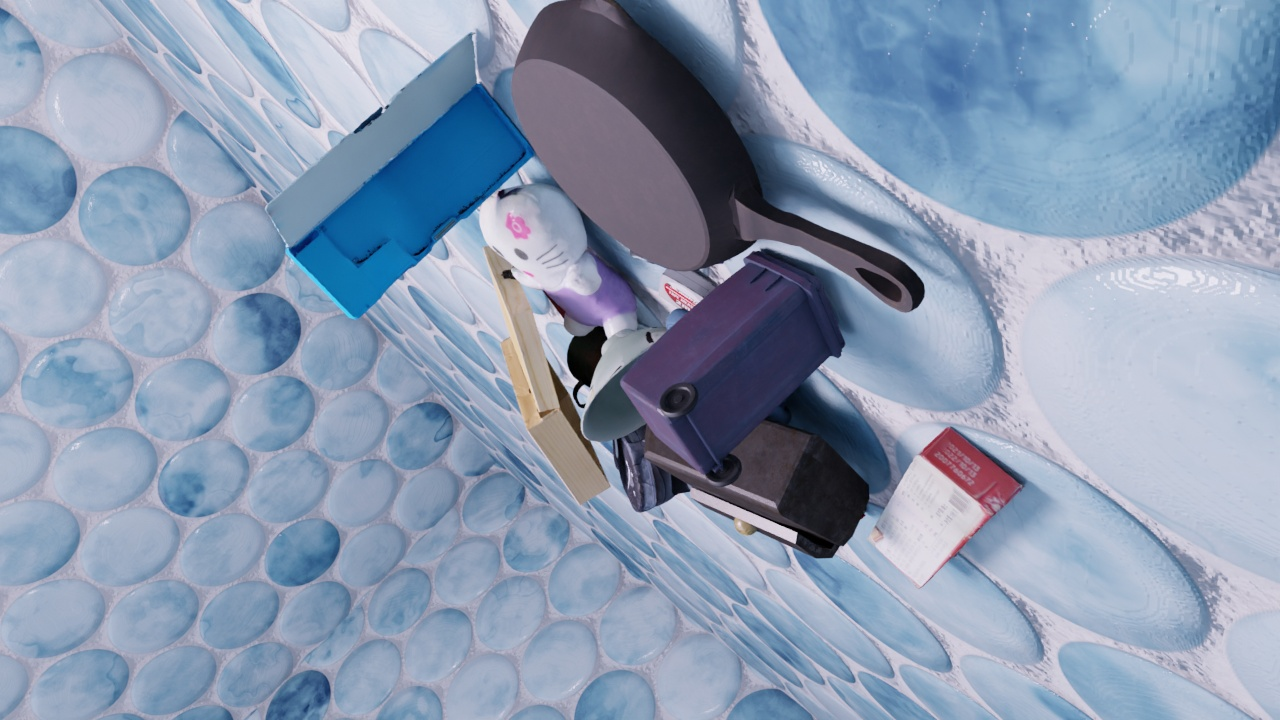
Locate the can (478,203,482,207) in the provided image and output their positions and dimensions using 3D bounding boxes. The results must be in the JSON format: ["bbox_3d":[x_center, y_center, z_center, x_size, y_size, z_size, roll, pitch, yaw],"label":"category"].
[{"bbox_3d":[-0.196,-0.214,1.043,0.044,0.044,0.107,41,164,9],"label":"can"}]

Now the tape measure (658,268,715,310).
[{"bbox_3d":[0.048,-0.064,0.871,0.060,0.020,0.062,35,164,11],"label":"tape measure"}]

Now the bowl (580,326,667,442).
[{"bbox_3d":[-0.006,0.005,0.942,0.068,0.174,0.174,53,169,22],"label":"bowl"}]

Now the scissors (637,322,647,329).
[{"bbox_3d":[-0.029,-0.054,1.111,0.134,0.016,0.073,29,155,27],"label":"scissors"}]

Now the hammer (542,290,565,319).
[{"bbox_3d":[-0.081,-0.048,1.215,0.126,0.036,0.316,18,150,52],"label":"hammer"}]

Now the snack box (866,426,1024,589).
[{"bbox_3d":[0.267,0.141,0.832,0.076,0.044,0.273,43,165,22],"label":"snack box"}]

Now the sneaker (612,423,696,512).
[{"bbox_3d":[0.042,0.093,1.134,0.252,0.150,0.097,-117,22,-71],"label":"sneaker"}]

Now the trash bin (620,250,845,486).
[{"bbox_3d":[0.076,0.001,0.710,0.092,0.160,0.094,36,164,48],"label":"trash bin"}]

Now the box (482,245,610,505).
[{"bbox_3d":[-0.125,0.008,1.105,0.247,0.076,0.257,-125,18,-61],"label":"box"}]

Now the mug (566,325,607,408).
[{"bbox_3d":[-0.048,0.011,1.135,0.085,0.111,0.081,47,167,-35],"label":"mug"}]

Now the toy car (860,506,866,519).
[{"bbox_3d":[0.216,0.144,0.990,0.038,0.025,0.089,30,159,40],"label":"toy car"}]

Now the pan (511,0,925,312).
[{"bbox_3d":[0.035,-0.118,0.645,0.356,0.043,0.249,35,162,28],"label":"pan"}]

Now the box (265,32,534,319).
[{"bbox_3d":[-0.225,-0.174,0.847,0.075,0.243,0.167,32,161,34],"label":"box"}]

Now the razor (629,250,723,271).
[{"bbox_3d":[0.025,-0.093,0.838,0.141,0.043,0.018,-157,66,-64],"label":"razor"}]

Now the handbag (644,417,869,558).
[{"bbox_3d":[0.126,0.130,0.928,0.197,0.102,0.199,17,166,48],"label":"handbag"}]

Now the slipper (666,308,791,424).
[{"bbox_3d":[0.089,0.000,0.869,0.104,0.059,0.213,35,176,35],"label":"slipper"}]

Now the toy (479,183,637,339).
[{"bbox_3d":[-0.081,-0.106,0.967,0.138,0.085,0.209,18,152,52],"label":"toy"}]
